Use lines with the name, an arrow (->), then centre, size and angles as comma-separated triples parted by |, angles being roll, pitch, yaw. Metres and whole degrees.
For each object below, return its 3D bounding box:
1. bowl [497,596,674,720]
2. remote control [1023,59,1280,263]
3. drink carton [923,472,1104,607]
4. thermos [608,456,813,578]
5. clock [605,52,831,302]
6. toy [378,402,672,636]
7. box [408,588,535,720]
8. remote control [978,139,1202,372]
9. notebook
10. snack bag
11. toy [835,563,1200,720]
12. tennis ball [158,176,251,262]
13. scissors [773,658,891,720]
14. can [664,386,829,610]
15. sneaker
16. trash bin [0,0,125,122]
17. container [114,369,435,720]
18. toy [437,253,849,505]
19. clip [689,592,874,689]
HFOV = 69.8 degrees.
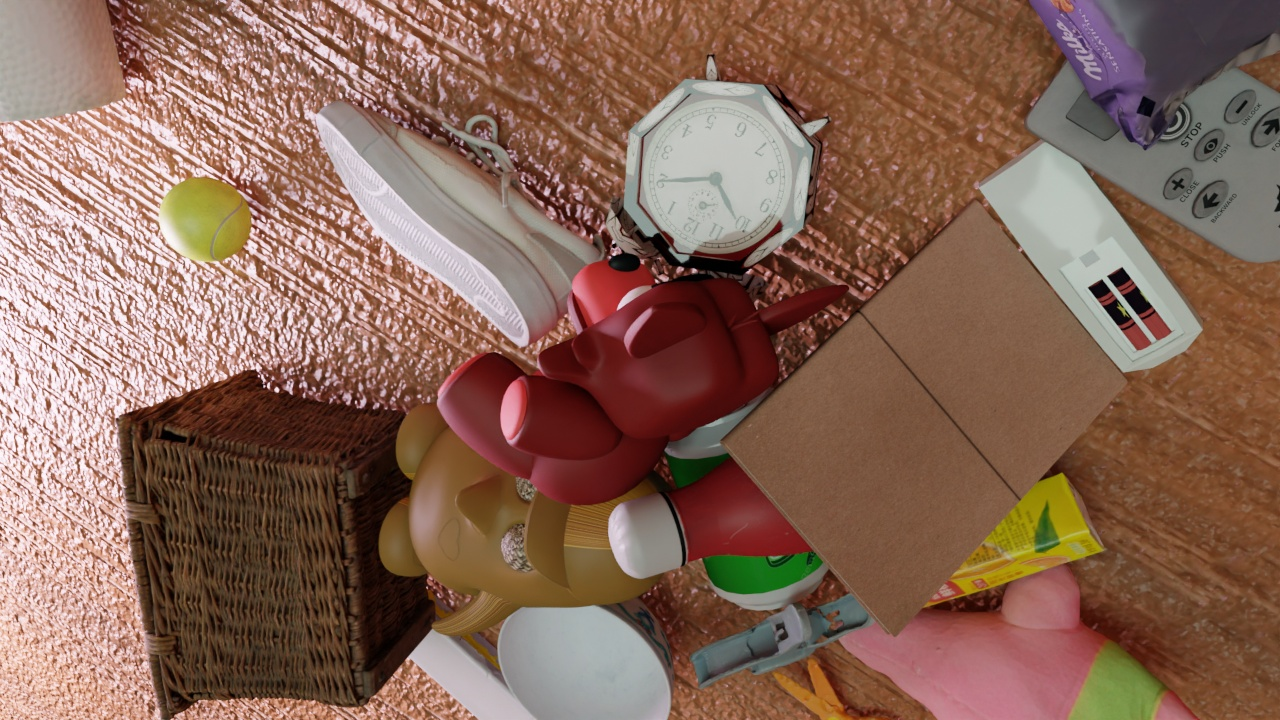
bowl -> -0.032, 0.227, 0.729 | 0.144, 0.074, 0.144 | 9, 115, 19
remote control -> 0.283, -0.114, 0.471 | 0.151, 0.019, 0.074 | 34, 109, 5
drink carton -> 0.211, 0.117, 0.578 | 0.135, 0.058, 0.043 | -27, 56, 24
thermos -> 0.097, 0.075, 0.536 | 0.239, 0.073, 0.073 | -14, 111, -14
clock -> 0.043, -0.095, 0.558 | 0.115, 0.064, 0.155 | 31, 113, 7
toy -> -0.072, 0.107, 0.639 | 0.204, 0.162, 0.198 | 6, 84, 30
box -> -0.143, 0.288, 0.831 | 0.209, 0.033, 0.065 | 42, 121, 2
remote control -> 0.254, -0.056, 0.514 | 0.050, 0.024, 0.143 | -37, 95, 31
notebook -> 0.164, 0.028, 0.513 | 0.209, 0.008, 0.141 | -42, 94, -14
snack bag -> 0.217, -0.208, 0.420 | 0.096, 0.058, 0.205 | -38, 96, 14
toy -> 0.241, 0.220, 0.608 | 0.237, 0.096, 0.192 | 21, 111, 29
tennis ball -> -0.337, -0.109, 0.712 | 0.065, 0.065, 0.065 | 9, 115, 19
scissors -> 0.141, 0.276, 0.706 | 0.133, 0.012, 0.097 | 37, 124, -8
can -> 0.072, 0.089, 0.617 | 0.088, 0.087, 0.140 | -11, 108, 26
sneaker -> -0.120, -0.109, 0.623 | 0.242, 0.090, 0.090 | 39, 153, 23
trash bin -> -0.453, -0.264, 0.660 | 0.133, 0.133, 0.161 | 6, 119, 20
container -> -0.274, 0.148, 0.736 | 0.183, 0.162, 0.250 | 2, 104, 12
toy -> -0.003, 0.003, 0.513 | 0.198, 0.158, 0.120 | -35, 69, 43
clip -> 0.074, 0.199, 0.632 | 0.167, 0.127, 0.028 | -56, 46, 53
